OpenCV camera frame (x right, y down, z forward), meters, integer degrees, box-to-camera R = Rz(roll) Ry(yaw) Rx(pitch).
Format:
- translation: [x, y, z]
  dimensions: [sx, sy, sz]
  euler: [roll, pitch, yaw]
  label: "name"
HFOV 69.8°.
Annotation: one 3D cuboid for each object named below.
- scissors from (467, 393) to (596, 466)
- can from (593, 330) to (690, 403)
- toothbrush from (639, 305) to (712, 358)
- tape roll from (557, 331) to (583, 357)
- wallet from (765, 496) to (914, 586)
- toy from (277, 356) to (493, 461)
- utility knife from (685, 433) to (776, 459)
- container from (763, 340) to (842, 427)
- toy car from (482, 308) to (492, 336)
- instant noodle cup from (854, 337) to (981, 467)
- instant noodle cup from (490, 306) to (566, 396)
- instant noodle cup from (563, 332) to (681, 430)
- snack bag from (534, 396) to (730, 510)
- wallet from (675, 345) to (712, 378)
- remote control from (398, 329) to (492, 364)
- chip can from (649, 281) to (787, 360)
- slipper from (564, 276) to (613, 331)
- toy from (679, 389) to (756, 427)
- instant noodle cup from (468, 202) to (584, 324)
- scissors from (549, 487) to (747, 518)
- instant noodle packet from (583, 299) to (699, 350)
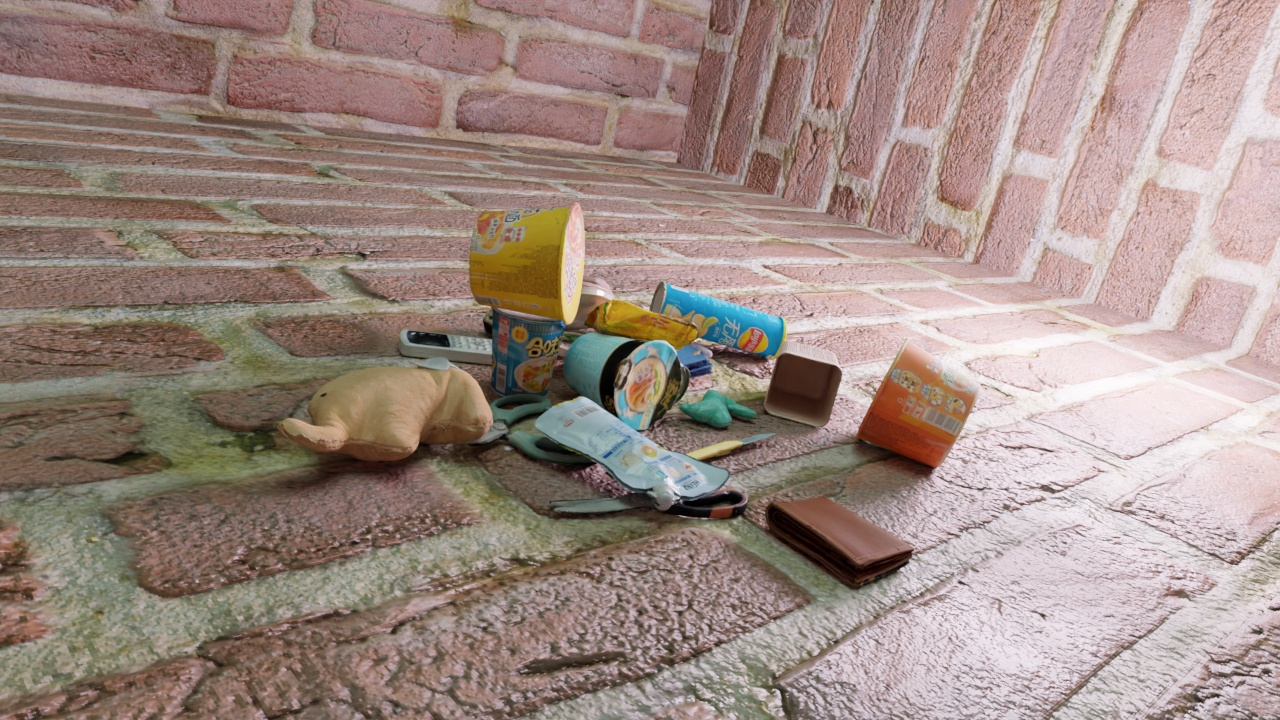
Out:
- translation: [-0.122, 0.072, 1.024]
  dimensions: [0.170, 0.019, 0.179]
  euler: [10, 20, -4]
  label: "scissors"
- translation: [-0.007, 0.007, 1.222]
  dimensions: [0.147, 0.058, 0.058]
  euler: [25, 23, 34]
  label: "can"
- translation: [0.055, -0.045, 1.477]
  dimensions: [0.021, 0.029, 0.189]
  euler: [-39, 42, -14]
  label: "toothbrush"
- translation: [-0.095, -0.021, 1.318]
  dimensions: [0.086, 0.014, 0.085]
  euler: [11, 19, -4]
  label: "tape roll"
- translation: [0.197, 0.175, 0.917]
  dimensions: [0.101, 0.032, 0.124]
  euler: [-1, 23, -43]
  label: "wallet"
- translation: [-0.257, 0.053, 0.897]
  dimensions: [0.143, 0.082, 0.225]
  euler: [17, 20, 40]
  label: "toy"
- translation: [0.090, 0.102, 1.066]
  dimensions: [0.031, 0.022, 0.218]
  euler: [5, 15, 42]
  label: "utility knife"
- translation: [0.225, 0.027, 1.273]
  dimensions: [0.090, 0.090, 0.110]
  euler: [15, 16, 6]
  label: "container"
- translation: [-0.184, -0.044, 1.283]
  dimensions: [0.035, 0.042, 0.090]
  euler: [-32, 38, -33]
  label: "toy car"
- translation: [0.360, 0.061, 1.184]
  dimensions: [0.111, 0.152, 0.151]
  euler: [27, 22, 16]
  label: "instant noodle cup"
- translation: [-0.140, -0.012, 1.113]
  dimensions: [0.099, 0.110, 0.099]
  euler: [10, 19, -4]
  label: "instant noodle cup"
- translation: [-0.030, 0.015, 1.125]
  dimensions: [0.111, 0.111, 0.120]
  euler: [-6, 19, -43]
  label: "instant noodle cup"
- translation: [-0.012, 0.095, 0.949]
  dimensions: [0.191, 0.039, 0.110]
  euler: [28, 19, 31]
  label: "snack bag"
- translation: [0.025, -0.007, 1.317]
  dimensions: [0.106, 0.040, 0.133]
  euler: [-12, 29, -33]
  label: "wallet"
- translation: [-0.239, -0.017, 1.201]
  dimensions: [0.150, 0.021, 0.058]
  euler: [7, 19, -19]
  label: "remote control"
- translation: [0.121, -0.061, 1.445]
  dimensions: [0.210, 0.071, 0.071]
  euler: [15, 18, -13]
  label: "chip can"
- translation: [-0.093, -0.084, 1.270]
  dimensions: [0.114, 0.054, 0.274]
  euler: [-9, -7, 0]
  label: "slipper"
- translation: [0.102, 0.062, 1.182]
  dimensions: [0.096, 0.030, 0.091]
  euler: [21, 22, 5]
  label: "toy"
- translation: [-0.129, -0.113, 1.049]
  dimensions: [0.110, 0.138, 0.137]
  euler: [5, 18, 7]
  label: "instant noodle cup"
- translation: [0.006, 0.135, 0.931]
  dimensions: [0.207, 0.015, 0.192]
  euler: [14, 20, 4]
  label: "scissors"
- translation: [-0.001, -0.045, 1.172]
  dimensions: [0.128, 0.044, 0.111]
  euler: [13, -8, -13]
  label: "instant noodle packet"
